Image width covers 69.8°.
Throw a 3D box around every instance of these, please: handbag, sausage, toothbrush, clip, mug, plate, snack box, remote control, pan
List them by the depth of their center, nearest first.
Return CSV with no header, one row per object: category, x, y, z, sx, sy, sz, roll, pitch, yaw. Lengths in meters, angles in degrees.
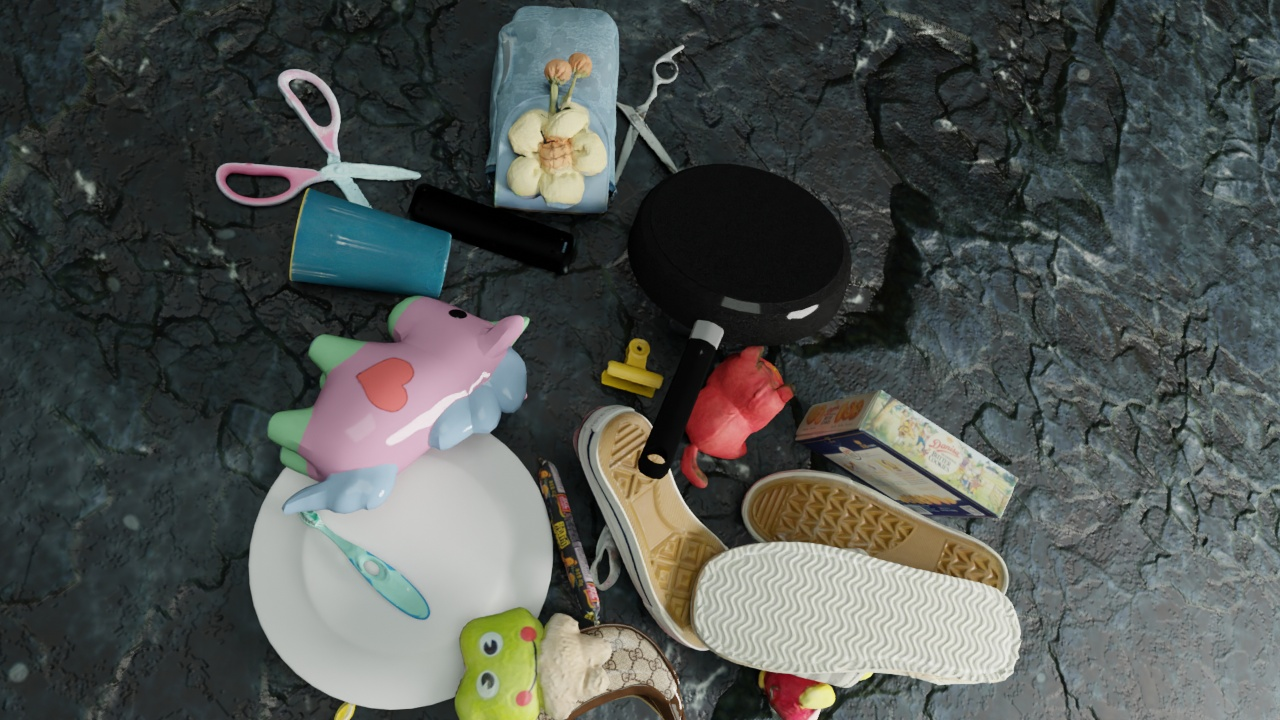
toothbrush,-0.218,0.158,0.723,0.135,0.017,0.022,40,62,1
handbag,-0.046,0.294,0.739,0.166,0.063,0.138,-23,75,-14
toothbrush,-0.207,0.234,0.741,0.021,0.016,0.135,31,74,-1
plate,-0.191,0.157,0.750,0.242,0.016,0.242,4,73,-13
sausage,-0.061,0.149,0.771,0.020,0.020,0.155,-12,61,-16
mug,-0.226,-0.093,0.775,0.121,0.078,0.078,11,76,-17
pan,0.067,-0.049,0.780,0.204,0.044,0.354,21,51,5
handbag,-0.074,-0.225,0.813,0.121,0.119,0.191,5,83,-6
snack box,0.229,0.087,0.814,0.145,0.144,0.042,33,76,-6
remote control,-0.133,-0.120,0.829,0.152,0.020,0.041,18,74,-9
clip,-0.005,0.005,0.832,0.054,0.045,0.048,17,100,-9

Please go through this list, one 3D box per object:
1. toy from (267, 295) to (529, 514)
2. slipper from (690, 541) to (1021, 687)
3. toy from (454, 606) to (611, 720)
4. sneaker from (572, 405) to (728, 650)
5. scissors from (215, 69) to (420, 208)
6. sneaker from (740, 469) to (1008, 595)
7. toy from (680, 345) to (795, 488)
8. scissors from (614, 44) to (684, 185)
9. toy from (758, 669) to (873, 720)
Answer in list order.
toy,-0.185,0.037,0.732,0.171,0.120,0.221,14,55,4
slipper,0.176,0.212,0.757,0.272,0.054,0.114,6,78,-3
toy,-0.081,0.235,0.700,0.118,0.043,0.092,1,64,-2
sneaker,0.003,0.142,0.779,0.118,0.088,0.241,-37,111,-30
scissors,-0.281,-0.186,0.809,0.170,0.014,0.168,-1,79,-14
sneaker,0.207,0.161,0.832,0.235,0.079,0.087,18,82,8
toy,0.076,0.047,0.810,0.088,0.094,0.132,38,73,-6
scissors,0.002,-0.245,0.892,0.141,0.014,0.174,33,72,-3
toy,0.159,0.253,0.808,0.137,0.067,0.105,-42,93,-25
